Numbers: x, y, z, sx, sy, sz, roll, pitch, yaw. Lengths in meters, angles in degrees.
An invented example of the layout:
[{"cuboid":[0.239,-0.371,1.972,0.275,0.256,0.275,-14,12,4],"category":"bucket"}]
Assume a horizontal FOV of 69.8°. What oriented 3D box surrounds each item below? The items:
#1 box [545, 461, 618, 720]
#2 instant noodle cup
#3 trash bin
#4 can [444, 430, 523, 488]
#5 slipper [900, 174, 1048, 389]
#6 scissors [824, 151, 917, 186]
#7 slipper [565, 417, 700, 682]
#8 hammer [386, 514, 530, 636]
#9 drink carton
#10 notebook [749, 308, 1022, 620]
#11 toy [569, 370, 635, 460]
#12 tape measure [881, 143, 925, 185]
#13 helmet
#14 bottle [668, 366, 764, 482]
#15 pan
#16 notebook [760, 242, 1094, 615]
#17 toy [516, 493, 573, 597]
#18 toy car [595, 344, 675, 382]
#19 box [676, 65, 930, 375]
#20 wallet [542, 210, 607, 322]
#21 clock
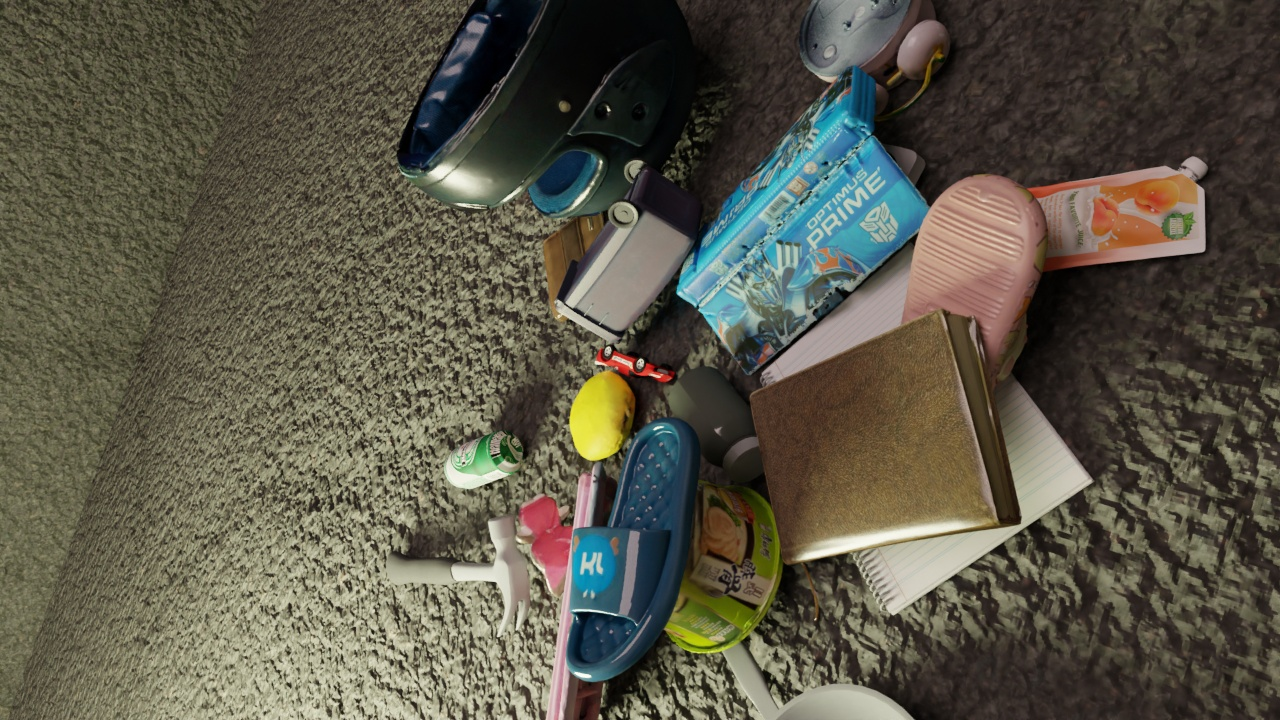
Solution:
[{"cuboid":[-0.053,0.214,0.822,0.039,0.179,0.232,5,74,8],"category":"box"},{"cuboid":[0.038,0.162,0.769,0.147,0.097,0.146,-34,41,36],"category":"instant noodle cup"},{"cuboid":[-0.016,-0.105,0.923,0.161,0.092,0.093,-50,16,36],"category":"trash bin"},{"cuboid":[-0.183,0.117,1.075,0.101,0.053,0.053,-23,59,39],"category":"can"},{"cuboid":[0.243,-0.032,0.658,0.093,0.081,0.197,35,122,47],"category":"slipper"},{"cuboid":[0.188,-0.150,0.820,0.125,0.015,0.127,22,88,48],"category":"scissors"},{"cuboid":[-0.008,0.139,0.705,0.104,0.059,0.213,-6,59,50],"category":"slipper"},{"cuboid":[-0.222,0.248,1.066,0.312,0.029,0.125,-15,86,49],"category":"hammer"},{"cuboid":[0.325,-0.099,0.639,0.122,0.038,0.069,-4,72,40],"category":"drink carton"},{"cuboid":[0.170,0.085,0.671,0.216,0.034,0.190,-28,67,54],"category":"notebook"},{"cuboid":[-0.042,0.057,0.959,0.094,0.041,0.095,-2,74,52],"category":"toy"},{"cuboid":[0.203,-0.152,0.782,0.065,0.016,0.064,34,101,45],"category":"tape measure"},{"cuboid":[-0.076,-0.268,0.971,0.249,0.235,0.316,30,90,52],"category":"helmet"},{"cuboid":[0.072,0.057,0.822,0.060,0.060,0.108,-53,44,18],"category":"bottle"},{"cuboid":[0.114,0.290,0.692,0.201,0.050,0.356,-53,30,14],"category":"pan"},{"cuboid":[0.204,0.047,0.722,0.178,0.013,0.245,-44,47,25],"category":"notebook"},{"cuboid":[-0.088,0.189,0.954,0.065,0.050,0.102,-33,65,-8],"category":"toy"},{"cuboid":[-0.006,0.005,0.942,0.089,0.038,0.025,21,93,49],"category":"toy car"},{"cuboid":[0.123,-0.119,0.801,0.244,0.071,0.170,-45,47,41],"category":"box"},{"cuboid":[-0.070,-0.116,1.071,0.099,0.027,0.121,-33,51,30],"category":"wallet"},{"cuboid":[0.209,-0.281,0.812,0.117,0.058,0.157,-36,51,34],"category":"clock"}]
